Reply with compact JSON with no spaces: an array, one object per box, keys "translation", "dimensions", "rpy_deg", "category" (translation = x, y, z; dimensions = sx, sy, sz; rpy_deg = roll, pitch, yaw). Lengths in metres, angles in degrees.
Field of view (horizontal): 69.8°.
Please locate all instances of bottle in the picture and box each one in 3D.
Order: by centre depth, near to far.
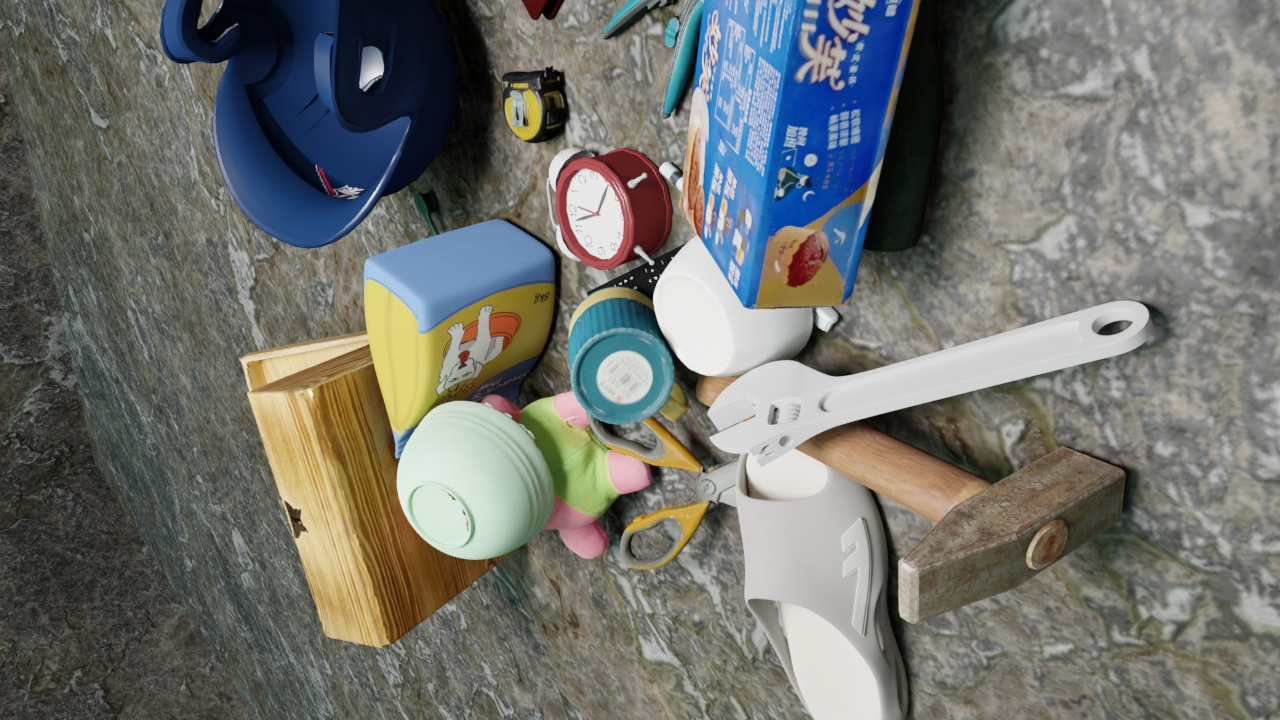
[{"translation":[0.150,-0.153,0.531],"dimensions":[0.055,0.055,0.174],"rpy_deg":[28,126,37],"category":"bottle"}]

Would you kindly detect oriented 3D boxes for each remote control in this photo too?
[{"translation":[0.000,-0.063,0.778],"dimensions":[0.140,0.009,0.030],"rpy_deg":[-20,93,51],"category":"remote control"}]

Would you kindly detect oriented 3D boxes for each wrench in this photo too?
[{"translation":[0.161,0.008,0.564],"dimensions":[0.274,0.086,0.018],"rpy_deg":[-19,121,30],"category":"wrench"}]

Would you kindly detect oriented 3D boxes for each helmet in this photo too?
[{"translation":[-0.281,-0.236,0.834],"dimensions":[0.232,0.222,0.272],"rpy_deg":[24,97,22],"category":"helmet"}]

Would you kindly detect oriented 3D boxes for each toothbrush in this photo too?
[{"translation":[0.076,-0.087,0.679],"dimensions":[0.187,0.012,0.017],"rpy_deg":[47,139,22],"category":"toothbrush"},{"translation":[-0.195,-0.092,0.980],"dimensions":[0.016,0.017,0.190],"rpy_deg":[-20,95,51],"category":"toothbrush"}]

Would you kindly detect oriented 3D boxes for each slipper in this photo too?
[{"translation":[0.128,0.185,0.692],"dimensions":[0.113,0.080,0.266],"rpy_deg":[-5,104,39],"category":"slipper"}]

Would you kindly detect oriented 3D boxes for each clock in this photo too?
[{"translation":[-0.032,-0.124,0.753],"dimensions":[0.138,0.048,0.096],"rpy_deg":[15,119,42],"category":"clock"}]

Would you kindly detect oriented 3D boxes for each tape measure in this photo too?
[{"translation":[-0.093,-0.218,0.787],"dimensions":[0.062,0.034,0.061],"rpy_deg":[12,119,46],"category":"tape measure"}]

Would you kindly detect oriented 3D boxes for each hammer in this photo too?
[{"translation":[0.134,0.060,0.611],"dimensions":[0.301,0.157,0.037],"rpy_deg":[28,132,53],"category":"hammer"}]

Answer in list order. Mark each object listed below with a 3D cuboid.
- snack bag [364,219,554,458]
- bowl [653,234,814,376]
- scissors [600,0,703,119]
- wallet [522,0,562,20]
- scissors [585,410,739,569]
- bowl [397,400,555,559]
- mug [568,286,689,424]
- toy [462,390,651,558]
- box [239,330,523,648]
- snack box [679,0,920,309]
[{"translation":[-0.172,-0.013,0.880],"dimensions":[0.102,0.158,0.206],"rpy_deg":[34,133,31],"category":"snack bag"},{"translation":[0.061,-0.039,0.664],"dimensions":[0.116,0.065,0.116],"rpy_deg":[37,142,35],"category":"bowl"},{"translation":[0.018,-0.251,0.658],"dimensions":[0.124,0.019,0.154],"rpy_deg":[30,127,35],"category":"scissors"},{"translation":[-0.088,-0.345,0.735],"dimensions":[0.115,0.018,0.092],"rpy_deg":[61,141,12],"category":"wallet"},{"translation":[0.036,0.096,0.776],"dimensions":[0.226,0.016,0.216],"rpy_deg":[-37,85,36],"category":"scissors"},{"translation":[-0.158,0.119,0.817],"dimensions":[0.151,0.076,0.151],"rpy_deg":[11,118,21],"category":"bowl"},{"translation":[-0.004,0.004,0.730],"dimensions":[0.113,0.107,0.083],"rpy_deg":[42,100,-16],"category":"mug"},{"translation":[-0.103,0.119,0.890],"dimensions":[0.237,0.096,0.192],"rpy_deg":[-35,90,24],"category":"toy"},{"translation":[-0.329,0.116,1.062],"dimensions":[0.324,0.283,0.279],"rpy_deg":[-4,106,36],"category":"box"},{"translation":[0.083,-0.155,0.540],"dimensions":[0.155,0.069,0.203],"rpy_deg":[-113,25,-55],"category":"snack box"}]
